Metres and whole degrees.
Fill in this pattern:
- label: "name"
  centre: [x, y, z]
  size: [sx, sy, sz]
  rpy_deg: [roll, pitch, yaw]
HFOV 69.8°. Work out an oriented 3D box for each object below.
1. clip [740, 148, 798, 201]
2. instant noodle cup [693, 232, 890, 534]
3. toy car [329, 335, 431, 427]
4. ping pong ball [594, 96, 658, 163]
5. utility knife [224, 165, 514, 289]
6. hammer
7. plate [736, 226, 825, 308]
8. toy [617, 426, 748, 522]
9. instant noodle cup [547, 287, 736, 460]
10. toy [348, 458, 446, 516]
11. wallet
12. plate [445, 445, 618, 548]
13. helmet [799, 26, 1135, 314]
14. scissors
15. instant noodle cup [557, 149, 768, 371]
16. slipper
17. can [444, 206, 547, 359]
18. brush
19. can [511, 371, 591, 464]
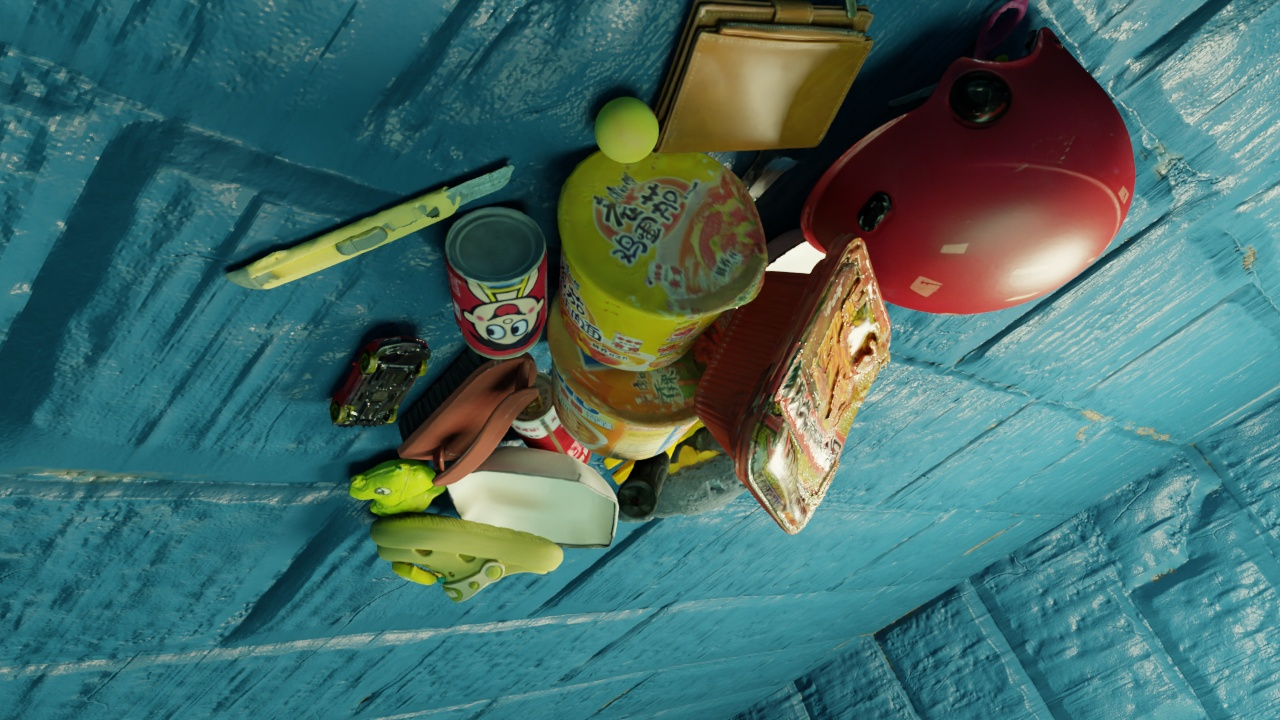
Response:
- label: "clip"
  centre: [0.091, -0.139, 0.684]
  size: [0.026, 0.043, 0.058]
  rpy_deg: [-5, 149, -35]
- label: "instant noodle cup"
  centre: [0.107, 0.013, 0.648]
  size: [0.188, 0.079, 0.164]
  rpy_deg: [-61, 148, -15]
- label: "toy car"
  centre: [-0.198, 0.014, 0.696]
  size: [0.049, 0.031, 0.107]
  rpy_deg: [2, 142, -41]
- label: "ping pong ball"
  centre: [-0.009, -0.144, 0.573]
  size: [0.040, 0.040, 0.040]
  rpy_deg: [-19, 151, -11]
- label: "utility knife"
  centre: [-0.168, -0.085, 0.581]
  size: [0.190, 0.020, 0.031]
  rpy_deg: [-27, 157, -6]
- label: "hammer"
  centre: [0.013, 0.092, 0.845]
  size: [0.129, 0.033, 0.300]
  rpy_deg: [-31, -179, 8]
- label: "plate"
  centre: [0.125, -0.053, 0.809]
  size: [0.192, 0.039, 0.193]
  rpy_deg: [-25, 148, -17]
- label: "toy"
  centre: [0.098, 0.103, 1.026]
  size: [0.357, 0.091, 0.137]
  rpy_deg: [-36, 177, 21]
- label: "instant noodle cup"
  centre: [-0.004, 0.004, 0.723]
  size: [0.151, 0.151, 0.112]
  rpy_deg: [-14, 158, -19]
- label: "toy"
  centre: [-0.222, 0.116, 0.845]
  size: [0.096, 0.031, 0.100]
  rpy_deg: [-7, 151, -30]
- label: "wallet"
  centre: [0.080, -0.182, 0.583]
  size: [0.130, 0.035, 0.119]
  rpy_deg: [-8, 141, -26]
- label: "plate"
  centre: [-0.101, 0.136, 0.895]
  size: [0.162, 0.034, 0.266]
  rpy_deg: [8, 156, 0]
- label: "helmet"
  centre: [0.254, -0.110, 0.676]
  size: [0.239, 0.144, 0.207]
  rpy_deg: [-25, 153, -13]
- label: "scissors"
  centre: [0.247, -0.216, 0.682]
  size: [0.133, 0.017, 0.130]
  rpy_deg: [-18, 153, -5]
- label: "instant noodle cup"
  centre: [0.004, -0.063, 0.630]
  size: [0.137, 0.138, 0.110]
  rpy_deg: [-14, 157, -20]
- label: "slipper"
  centre: [-0.172, 0.198, 0.899]
  size: [0.190, 0.081, 0.092]
  rpy_deg: [11, 173, -14]
- label: "can"
  centre: [-0.097, -0.050, 0.631]
  size: [0.066, 0.066, 0.094]
  rpy_deg: [-17, 150, -15]
- label: "brush"
  centre: [-0.135, 0.042, 0.751]
  size: [0.063, 0.069, 0.146]
  rpy_deg: [10, 135, -48]
- label: "can"
  centre: [-0.084, 0.060, 0.836]
  size: [0.053, 0.053, 0.133]
  rpy_deg: [-24, 151, -2]
